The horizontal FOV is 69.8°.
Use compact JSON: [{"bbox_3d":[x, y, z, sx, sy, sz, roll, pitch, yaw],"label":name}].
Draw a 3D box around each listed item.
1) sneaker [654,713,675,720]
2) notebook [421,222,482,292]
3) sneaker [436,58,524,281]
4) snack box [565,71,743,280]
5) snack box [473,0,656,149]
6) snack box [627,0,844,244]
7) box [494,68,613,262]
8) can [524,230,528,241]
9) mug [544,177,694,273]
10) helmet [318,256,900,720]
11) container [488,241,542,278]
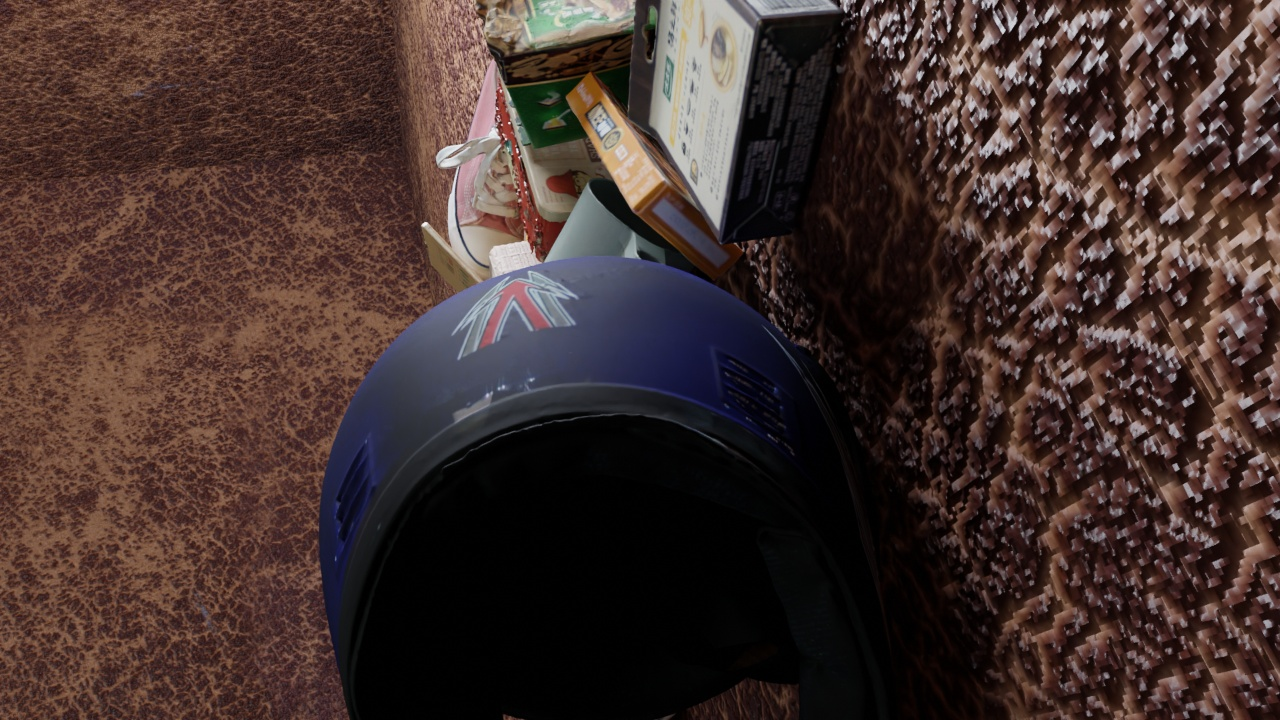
[{"bbox_3d":[0.003,0.336,0.813,0.091,0.089,0.242,3,124,34],"label":"sneaker"},{"bbox_3d":[-0.135,-0.038,0.892,0.207,0.008,0.148,46,168,0],"label":"notebook"},{"bbox_3d":[-0.131,-0.194,0.872,0.088,0.118,0.241,159,121,-82],"label":"sneaker"},{"bbox_3d":[0.005,-0.114,0.555,0.075,0.026,0.153,36,-162,-39],"label":"snack box"},{"bbox_3d":[-0.047,-0.217,0.634,0.106,0.117,0.118,84,172,-59],"label":"snack box"},{"bbox_3d":[0.039,-0.140,0.450,0.113,0.053,0.125,96,158,-44],"label":"snack box"},{"bbox_3d":[-0.061,-0.155,0.718,0.080,0.091,0.168,110,147,-55],"label":"box"},{"bbox_3d":[-0.074,-0.112,0.815,0.058,0.058,0.146,-155,66,-71],"label":"can"},{"bbox_3d":[-0.022,-0.041,0.567,0.104,0.083,0.123,-55,16,24],"label":"mug"},{"bbox_3d":[-0.011,0.107,0.437,0.240,0.247,0.315,-103,-3,-75],"label":"helmet"},{"bbox_3d":[-0.060,-0.047,0.740,0.090,0.110,0.090,-115,22,-44],"label":"container"}]
